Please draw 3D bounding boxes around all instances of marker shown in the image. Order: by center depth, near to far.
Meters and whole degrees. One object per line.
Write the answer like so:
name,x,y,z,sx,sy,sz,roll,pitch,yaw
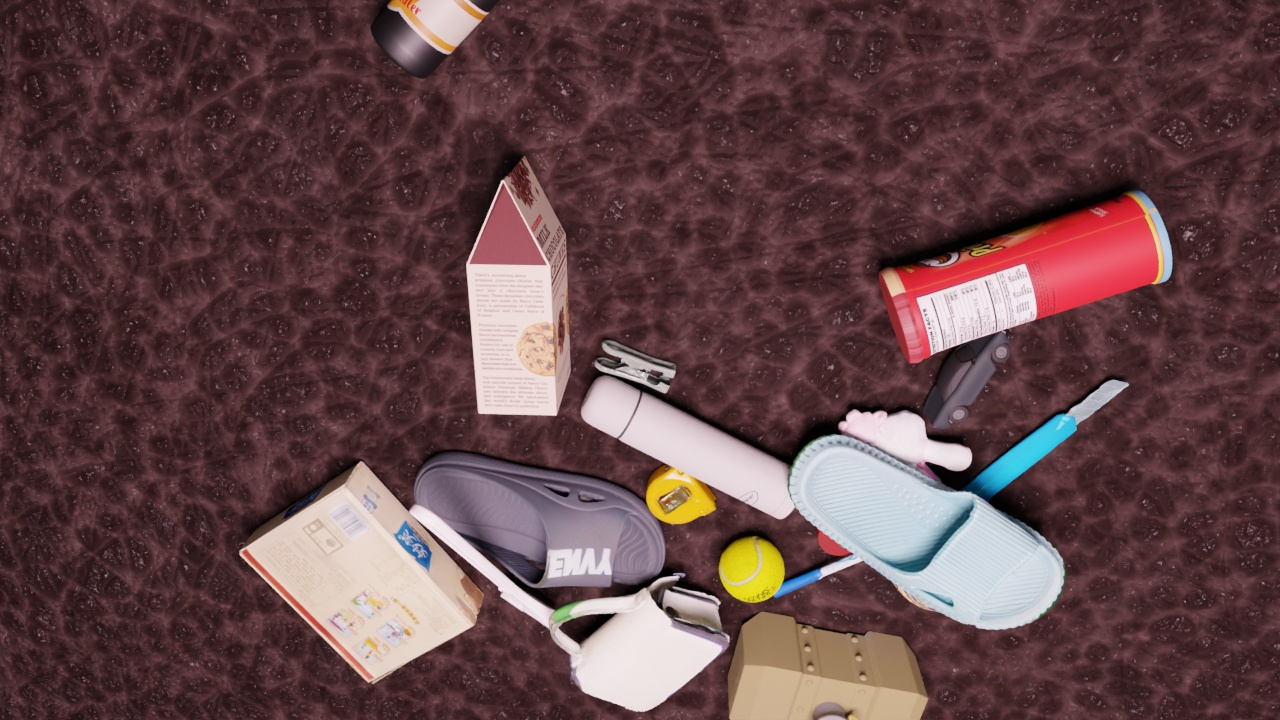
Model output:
marker,0.196,0.212,0.939,0.142,0.013,0.013,-31,109,26

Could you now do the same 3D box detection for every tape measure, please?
tape measure,0.034,0.134,0.919,0.059,0.030,0.068,-32,108,14
tape measure,0.204,0.170,0.928,0.051,0.019,0.059,-15,121,13

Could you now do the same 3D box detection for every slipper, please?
slipper,0.262,0.162,0.838,0.276,0.069,0.116,30,98,0
slipper,-0.102,0.167,0.917,0.268,0.083,0.111,17,112,-2

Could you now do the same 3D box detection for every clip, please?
clip,-0.005,0.006,0.869,0.076,0.023,0.043,21,112,-7

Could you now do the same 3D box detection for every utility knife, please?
utility knife,0.377,0.086,0.881,0.031,0.015,0.207,39,115,-14

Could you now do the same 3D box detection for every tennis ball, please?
tennis ball,0.112,0.211,0.928,0.065,0.065,0.065,2,114,3

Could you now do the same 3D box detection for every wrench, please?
wrench,-0.148,0.203,0.892,0.066,0.018,0.273,20,156,32

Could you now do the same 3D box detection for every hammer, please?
hammer,0.187,0.395,0.863,0.190,0.324,0.101,11,114,-1

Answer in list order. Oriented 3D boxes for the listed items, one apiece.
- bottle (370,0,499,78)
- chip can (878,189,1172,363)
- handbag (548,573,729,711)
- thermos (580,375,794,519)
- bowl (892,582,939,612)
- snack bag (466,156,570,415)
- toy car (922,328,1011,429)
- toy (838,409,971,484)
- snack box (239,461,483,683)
bottle,-0.131,-0.305,0.718,0.182,0.059,0.059,-40,106,19
chip can,0.319,-0.070,0.777,0.213,0.087,0.087,-18,111,11
handbag,-0.017,0.279,0.951,0.176,0.074,0.152,27,120,-28
thermos,0.049,0.082,0.881,0.224,0.052,0.052,27,113,-8
bowl,0.302,0.209,0.910,0.112,0.061,0.113,3,120,6
snack bag,-0.105,-0.066,0.804,0.070,0.094,0.207,1,114,3
toy car,0.296,0.012,0.837,0.034,0.046,0.112,21,116,-11
toy,0.246,0.083,0.877,0.125,0.037,0.076,27,117,-2
snack box,-0.290,0.227,0.970,0.153,0.055,0.207,-32,109,16
